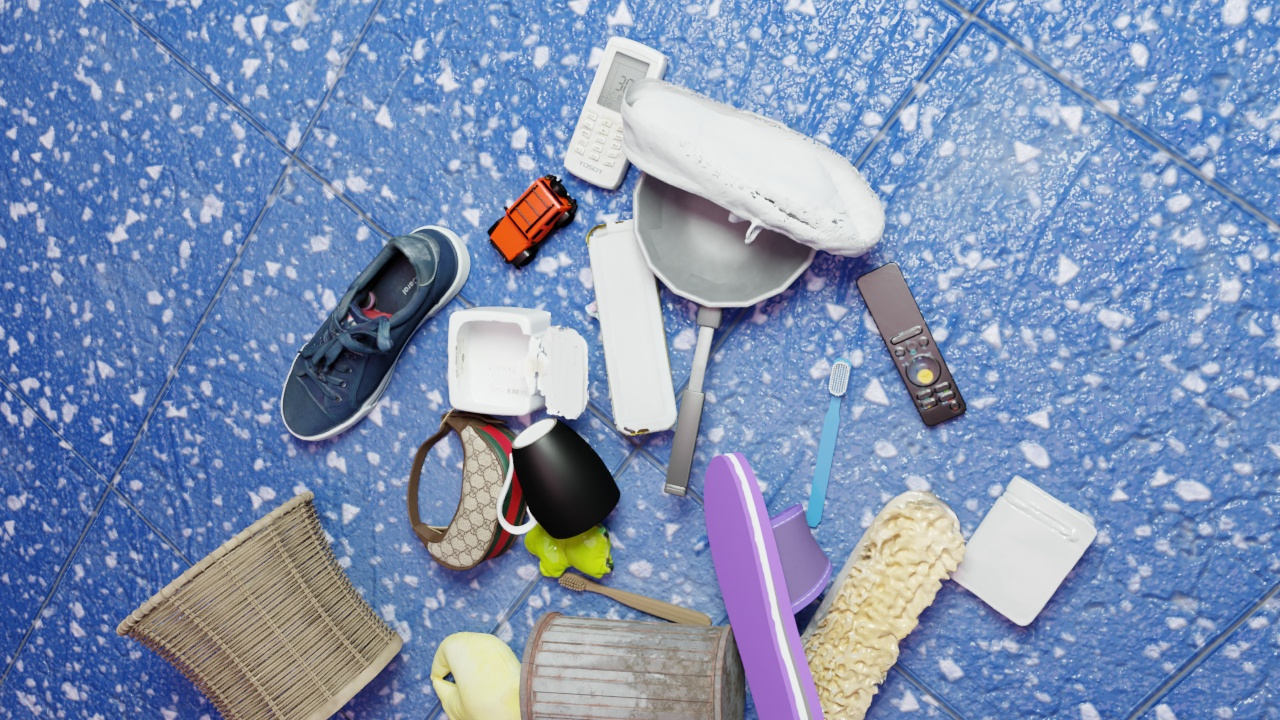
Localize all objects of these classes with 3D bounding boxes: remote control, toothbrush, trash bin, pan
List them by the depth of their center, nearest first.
[{"bbox_3d":[0.244,-0.014,0.828,0.041,0.020,0.152,-26,90,19],"label":"remote control"},{"bbox_3d":[0.066,-0.049,0.852,0.179,0.041,0.357,12,95,12],"label":"pan"},{"bbox_3d":[0.176,0.079,0.866,0.016,0.014,0.167,12,101,16],"label":"toothbrush"},{"bbox_3d":[-0.024,-0.237,0.882,0.060,0.025,0.139,26,104,13],"label":"remote control"},{"bbox_3d":[-0.013,0.317,0.900,0.211,0.130,0.131,-2,96,17],"label":"trash bin"},{"bbox_3d":[-0.005,0.005,0.914,0.022,0.016,0.155,-32,85,-25],"label":"toothbrush"},{"bbox_3d":[-0.007,0.248,0.948,0.167,0.016,0.016,13,103,15],"label":"toothbrush"}]

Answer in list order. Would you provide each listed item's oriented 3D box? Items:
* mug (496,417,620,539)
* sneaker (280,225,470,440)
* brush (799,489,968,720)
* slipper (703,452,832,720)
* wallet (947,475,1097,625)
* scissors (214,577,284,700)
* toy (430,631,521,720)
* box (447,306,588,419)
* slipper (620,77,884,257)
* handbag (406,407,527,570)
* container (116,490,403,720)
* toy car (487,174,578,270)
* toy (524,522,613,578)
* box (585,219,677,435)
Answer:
[{"bbox_3d":[-0.094,0.119,0.903,0.119,0.085,0.100,-30,107,1],"label":"mug"},{"bbox_3d":[-0.300,-0.018,0.951,0.120,0.127,0.295,46,110,8],"label":"sneaker"},{"bbox_3d":[0.210,0.242,0.854,0.083,0.056,0.272,30,106,11],"label":"brush"},{"bbox_3d":[0.134,0.213,0.837,0.084,0.107,0.266,-7,69,-17],"label":"slipper"},{"bbox_3d":[0.340,0.169,0.818,0.086,0.032,0.116,38,109,21],"label":"wallet"},{"bbox_3d":[-0.498,0.340,1.119,0.169,0.012,0.132,40,105,6],"label":"scissors"},{"bbox_3d":[-0.160,0.372,0.988,0.155,0.064,0.170,-26,85,38],"label":"toy"},{"bbox_3d":[-0.111,0.004,0.917,0.191,0.083,0.110,6,101,34],"label":"box"},{"bbox_3d":[0.091,-0.156,0.783,0.247,0.075,0.112,27,67,9],"label":"slipper"},{"bbox_3d":[-0.188,0.132,0.971,0.138,0.063,0.167,22,103,24],"label":"handbag"},{"bbox_3d":[-0.389,0.286,0.977,0.227,0.226,0.196,-37,92,19],"label":"container"},{"bbox_3d":[-0.110,-0.138,0.911,0.100,0.048,0.051,-42,84,19],"label":"toy car"},{"bbox_3d":[-0.072,0.191,0.951,0.094,0.036,0.094,-42,77,23],"label":"toy"},{"bbox_3d":[-0.009,-0.032,0.890,0.064,0.033,0.209,-9,91,6],"label":"box"}]
